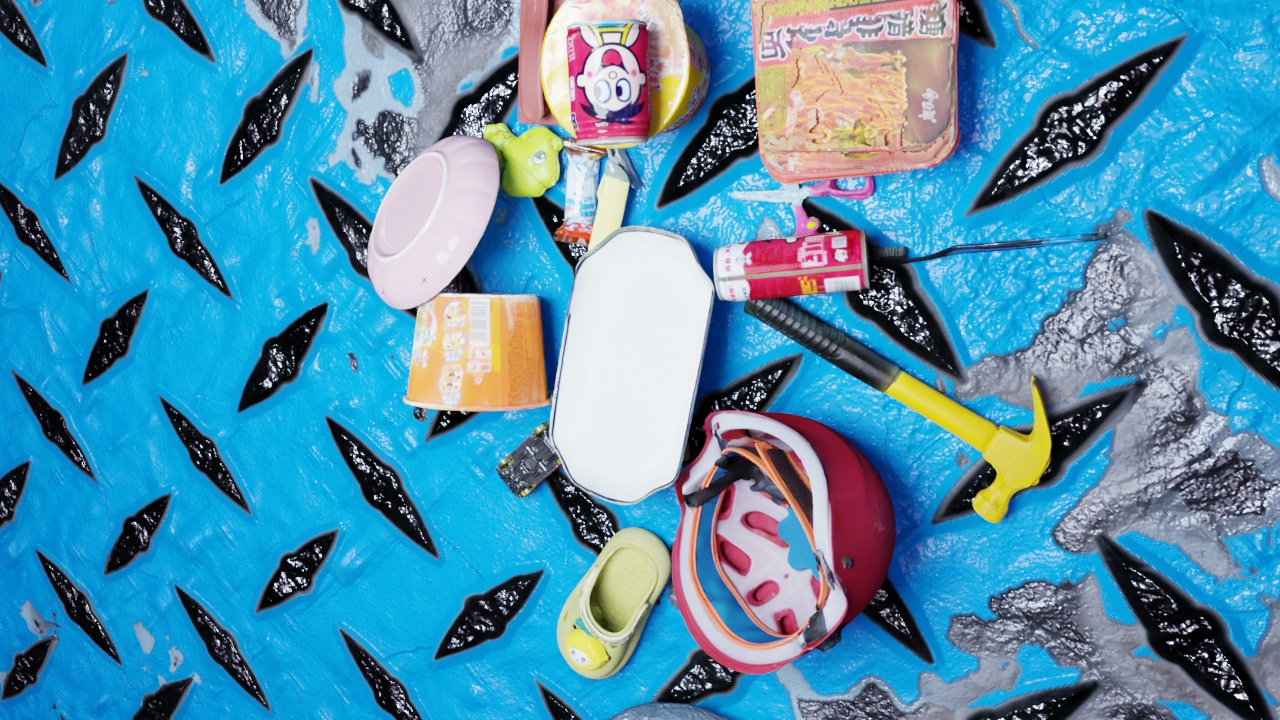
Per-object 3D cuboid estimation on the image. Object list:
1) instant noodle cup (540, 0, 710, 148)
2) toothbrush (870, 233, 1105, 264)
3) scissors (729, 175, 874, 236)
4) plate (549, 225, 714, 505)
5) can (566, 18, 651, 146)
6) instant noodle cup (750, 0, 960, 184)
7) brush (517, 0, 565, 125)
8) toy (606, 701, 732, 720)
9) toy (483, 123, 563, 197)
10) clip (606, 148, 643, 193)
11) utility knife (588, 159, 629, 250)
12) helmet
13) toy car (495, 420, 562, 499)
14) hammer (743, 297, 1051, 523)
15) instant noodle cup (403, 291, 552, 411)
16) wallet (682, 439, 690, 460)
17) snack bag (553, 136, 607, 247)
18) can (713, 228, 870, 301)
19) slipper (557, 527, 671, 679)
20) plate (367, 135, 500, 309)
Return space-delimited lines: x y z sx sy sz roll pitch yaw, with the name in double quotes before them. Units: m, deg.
"instant noodle cup" -0.004 -0.259 0.822 0.138 0.109 0.138 5 104 22
"toothbrush" 0.294 -0.099 0.789 0.190 0.014 0.016 -4 77 23
"scissors" 0.150 -0.151 0.834 0.131 0.017 0.133 -30 91 26
"plate" -0.005 0.005 0.885 0.162 0.034 0.266 14 98 33
"can" -0.025 -0.222 0.742 0.067 0.066 0.094 3 103 22
"instant noodle cup" 0.181 -0.246 0.765 0.165 0.079 0.189 0 101 23
"brush" -0.088 -0.299 0.870 0.063 0.069 0.146 8 105 20
"toy" 0.035 0.427 0.976 0.357 0.091 0.138 -13 109 27
"toy" -0.124 -0.200 0.929 0.100 0.031 0.097 41 114 14
"clip" -0.018 -0.191 0.892 0.043 0.026 0.058 -20 90 32
"utility knife" -0.042 -0.106 0.911 0.031 0.020 0.190 18 115 4
"helmet" 0.137 0.160 0.838 0.207 0.143 0.241 48 131 39
"toy car" -0.110 0.105 0.992 0.106 0.031 0.049 -43 85 26
"hammer" 0.228 0.018 0.831 0.301 0.032 0.129 32 112 13
"instant noodle cup" -0.163 -0.013 0.932 0.151 0.151 0.111 3 95 22
"wallet" -0.013 0.042 0.941 0.119 0.035 0.130 -7 96 21
"snack bag" -0.059 -0.167 0.912 0.048 0.026 0.104 11 108 4
"can" 0.135 -0.083 0.817 0.133 0.053 0.053 -4 100 17
"slipper" -0.038 0.264 0.974 0.091 0.081 0.191 33 110 15
"plate" -0.217 -0.145 0.913 0.193 0.039 0.192 -24 53 35
